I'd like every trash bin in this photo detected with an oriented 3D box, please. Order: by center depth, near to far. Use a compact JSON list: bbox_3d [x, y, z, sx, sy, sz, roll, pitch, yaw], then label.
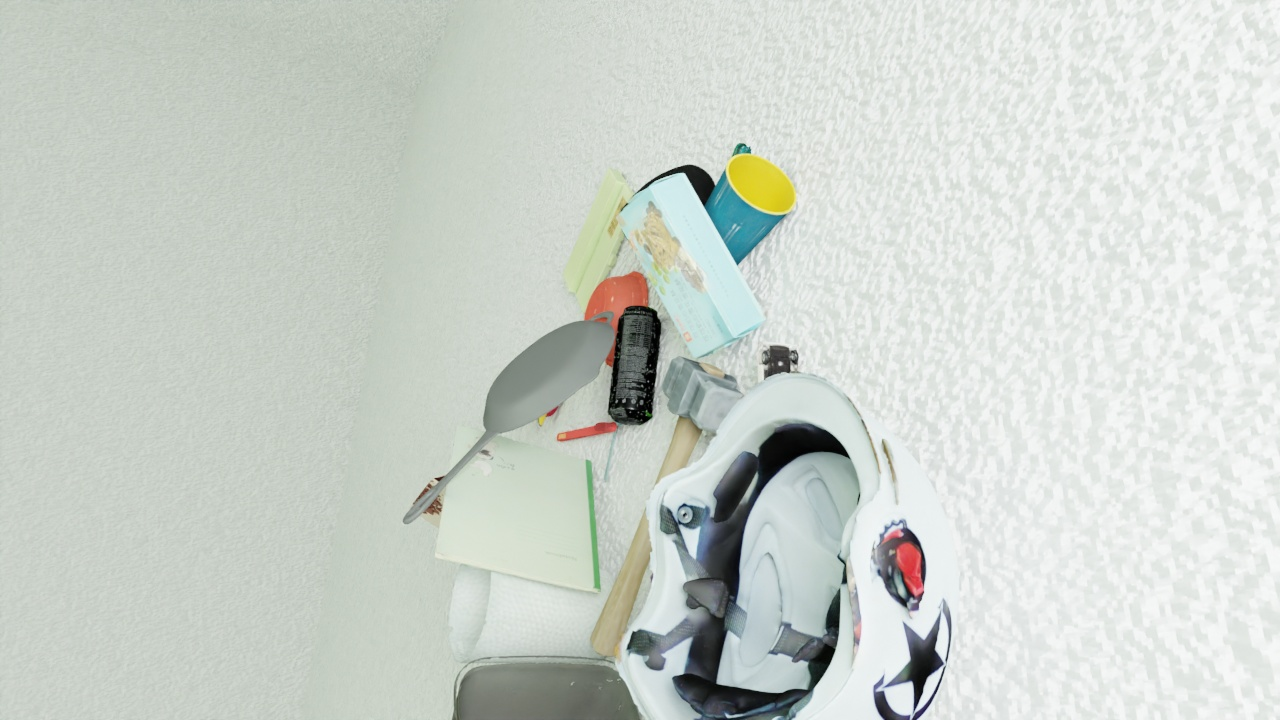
[{"bbox_3d":[-0.110,0.444,0.913,0.197,0.197,0.221,-111,37,-50],"label":"trash bin"},{"bbox_3d":[-0.117,0.280,1.036,0.134,0.161,0.133,-42,41,50],"label":"trash bin"}]

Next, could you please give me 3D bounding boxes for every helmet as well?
[{"bbox_3d":[0.117,0.152,0.617,0.237,0.163,0.263,-8,63,59],"label":"helmet"}]

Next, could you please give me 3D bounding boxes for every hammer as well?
[{"bbox_3d":[0.016,0.156,0.945,0.323,0.051,0.117,-69,21,9],"label":"hammer"}]

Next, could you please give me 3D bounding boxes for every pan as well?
[{"bbox_3d":[-0.155,0.052,1.074,0.353,0.024,0.217,-48,25,-24],"label":"pan"}]

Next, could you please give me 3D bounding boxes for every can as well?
[{"bbox_3d":[-0.006,0.006,1.082,0.054,0.054,0.137,-26,54,59],"label":"can"}]

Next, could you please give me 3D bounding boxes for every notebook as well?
[{"bbox_3d":[-0.137,0.166,1.067,0.252,0.182,0.010,-100,30,-62],"label":"notebook"}]

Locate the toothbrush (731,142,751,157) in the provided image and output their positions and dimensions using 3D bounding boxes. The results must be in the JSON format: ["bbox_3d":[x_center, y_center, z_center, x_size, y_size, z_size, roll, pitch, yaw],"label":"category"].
[{"bbox_3d":[0.084,-0.150,1.026,0.017,0.016,0.190,40,113,59],"label":"toothbrush"}]

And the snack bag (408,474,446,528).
[{"bbox_3d":[-0.177,0.186,1.159,0.095,0.206,0.069,-46,37,47],"label":"snack bag"}]

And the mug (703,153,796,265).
[{"bbox_3d":[0.094,-0.141,0.936,0.122,0.078,0.078,127,148,-49],"label":"mug"}]

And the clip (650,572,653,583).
[{"bbox_3d":[0.028,0.212,0.949,0.050,0.014,0.046,-24,55,57],"label":"clip"}]

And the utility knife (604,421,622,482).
[{"bbox_3d":[-0.024,0.065,1.141,0.022,0.015,0.177,-169,90,-67],"label":"utility knife"}]

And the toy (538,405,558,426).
[{"bbox_3d":[-0.154,0.053,1.370,0.138,0.067,0.105,-40,43,33],"label":"toy"}]

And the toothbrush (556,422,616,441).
[{"bbox_3d":[-0.079,0.095,1.213,0.213,0.018,0.012,161,116,-65],"label":"toothbrush"}]

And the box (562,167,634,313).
[{"bbox_3d":[-0.059,-0.174,1.335,0.187,0.024,0.137,-63,30,24],"label":"box"}]

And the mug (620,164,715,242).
[{"bbox_3d":[0.042,-0.161,1.048,0.085,0.119,0.100,20,54,32],"label":"mug"}]

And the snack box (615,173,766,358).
[{"bbox_3d":[0.049,-0.093,0.918,0.174,0.053,0.075,62,148,1],"label":"snack box"}]

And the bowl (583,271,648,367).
[{"bbox_3d":[-0.040,-0.059,1.199,0.131,0.045,0.130,-42,41,50],"label":"bowl"}]

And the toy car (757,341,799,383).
[{"bbox_3d":[0.122,0.039,0.819,0.039,0.039,0.113,106,168,-62],"label":"toy car"}]
